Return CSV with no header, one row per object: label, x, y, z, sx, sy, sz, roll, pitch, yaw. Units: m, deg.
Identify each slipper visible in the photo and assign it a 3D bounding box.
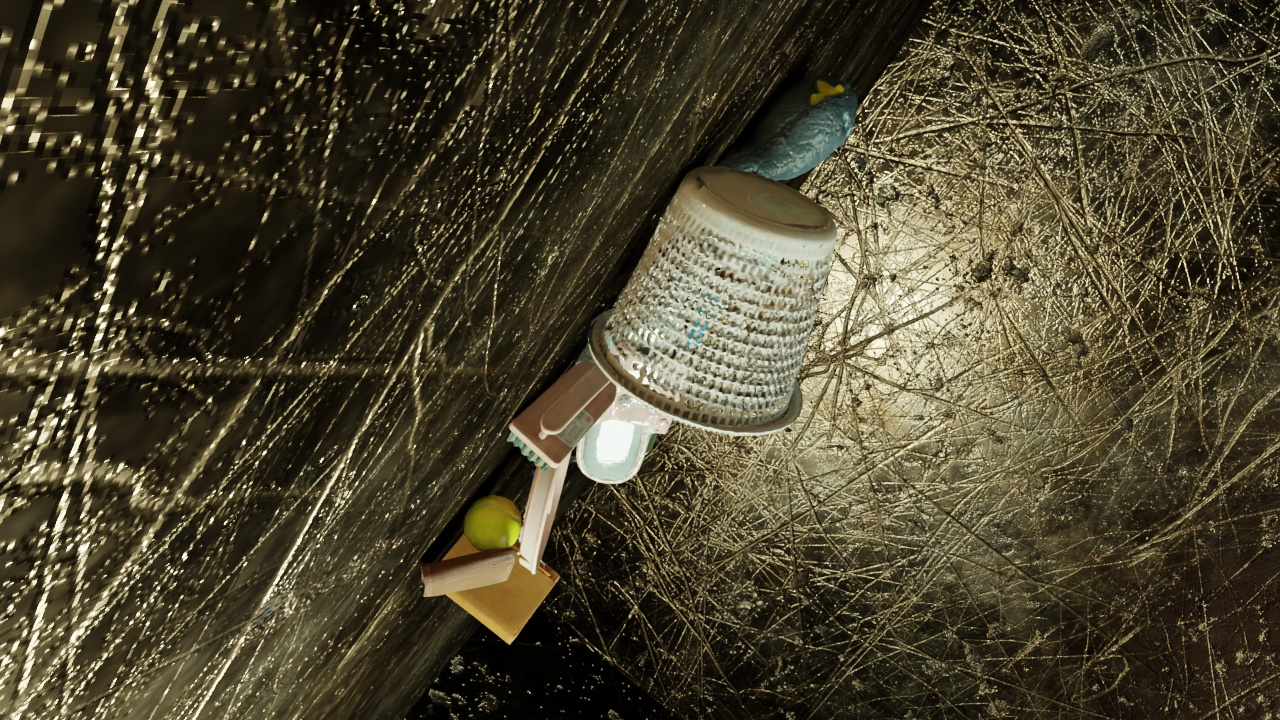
slipper,-0.015,0.053,1.088,0.054,0.114,0.275,-88,-166,-53

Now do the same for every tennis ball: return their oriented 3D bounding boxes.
tennis ball,-0.168,0.186,1.042,0.065,0.065,0.065,-53,176,-6

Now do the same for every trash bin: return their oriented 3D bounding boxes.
trash bin,0.084,-0.069,0.877,0.226,0.227,0.192,-47,160,-59

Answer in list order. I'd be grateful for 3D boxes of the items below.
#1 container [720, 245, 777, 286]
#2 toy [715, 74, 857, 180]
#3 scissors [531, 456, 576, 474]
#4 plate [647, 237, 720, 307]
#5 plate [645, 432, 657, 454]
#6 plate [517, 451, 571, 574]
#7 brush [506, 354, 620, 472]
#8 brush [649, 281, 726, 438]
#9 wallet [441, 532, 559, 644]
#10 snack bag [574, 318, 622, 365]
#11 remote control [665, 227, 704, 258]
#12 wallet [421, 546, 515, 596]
container,0.155,-0.171,1.357,0.090,0.111,0.090,-54,176,26
toy,0.183,-0.273,1.075,0.138,0.091,0.355,-21,-164,38
scissors,-0.104,0.155,1.415,0.162,0.012,0.176,-11,-174,-42
plate,0.075,-0.139,1.197,0.205,0.045,0.205,-53,177,-4
plate,0.019,0.034,1.449,0.230,0.027,0.230,10,89,-80
plate,-0.105,0.133,1.073,0.229,0.028,0.229,125,-21,-90
brush,-0.069,0.046,0.943,0.145,0.063,0.073,-46,176,-45
brush,0.035,0.022,1.282,0.314,0.060,0.109,-59,175,5
wallet,-0.181,0.268,1.140,0.107,0.132,0.031,-52,180,-24
snack bag,-0.046,-0.014,1.008,0.104,0.026,0.048,-56,-177,32
remote control,0.070,-0.154,1.036,0.136,0.024,0.053,-37,-177,8
wallet,-0.194,0.237,1.030,0.101,0.032,0.125,-8,161,-16
